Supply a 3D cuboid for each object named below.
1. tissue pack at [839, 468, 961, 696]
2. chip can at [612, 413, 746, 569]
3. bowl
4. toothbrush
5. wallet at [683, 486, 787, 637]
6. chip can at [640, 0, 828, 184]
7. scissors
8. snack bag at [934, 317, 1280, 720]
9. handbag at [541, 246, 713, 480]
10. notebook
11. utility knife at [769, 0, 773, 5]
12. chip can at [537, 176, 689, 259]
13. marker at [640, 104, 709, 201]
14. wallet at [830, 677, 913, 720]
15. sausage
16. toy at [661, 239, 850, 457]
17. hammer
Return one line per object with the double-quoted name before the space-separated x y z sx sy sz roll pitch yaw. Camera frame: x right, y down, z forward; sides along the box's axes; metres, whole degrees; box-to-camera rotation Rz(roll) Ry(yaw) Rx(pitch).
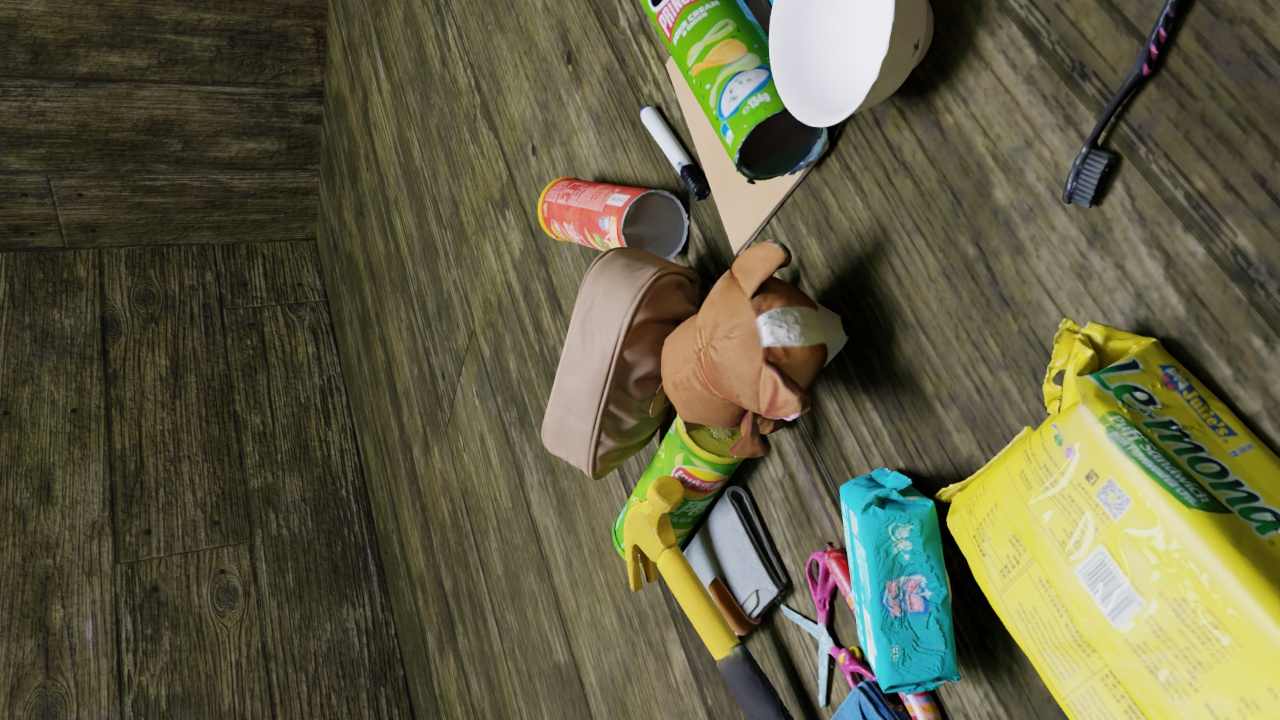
"tissue pack" 0.161 0.134 0.578 0.093 0.050 0.133 -10 -87 -86
"chip can" 0.034 0.117 0.843 0.072 0.072 0.222 67 150 31
"bowl" 0.138 -0.204 0.563 0.118 0.064 0.118 26 119 60
"toothbrush" 0.242 -0.154 0.420 0.018 0.014 0.190 47 136 37
"wallet" 0.077 0.190 0.813 0.130 0.037 0.106 115 141 -48
"chip can" 0.059 -0.238 0.692 0.235 0.072 0.072 66 149 31
"scissors" 0.144 0.211 0.705 0.133 0.017 0.134 -158 62 -64
"snack bag" 0.241 0.113 0.423 0.158 0.068 0.246 109 146 -41
"handbag" -0.005 0.005 0.810 0.100 0.147 0.205 29 118 25
"notebook" 0.079 -0.212 0.749 0.148 0.008 0.207 -52 50 55
"utility knife" 0.095 -0.296 0.686 0.034 0.018 0.218 117 140 -50
"chip can" -0.034 -0.145 0.925 0.217 0.073 0.073 25 118 61
"marker" 0.030 -0.193 0.845 0.023 0.018 0.130 98 152 -47
"wallet" 0.176 0.296 0.623 0.133 0.040 0.107 53 143 34
"sausage" 0.169 0.193 0.643 0.155 0.020 0.020 63 148 35
"toy" 0.085 -0.005 0.666 0.200 0.130 0.140 100 156 -77
"hammer" 0.074 0.243 0.758 0.300 0.032 0.129 55 146 23
